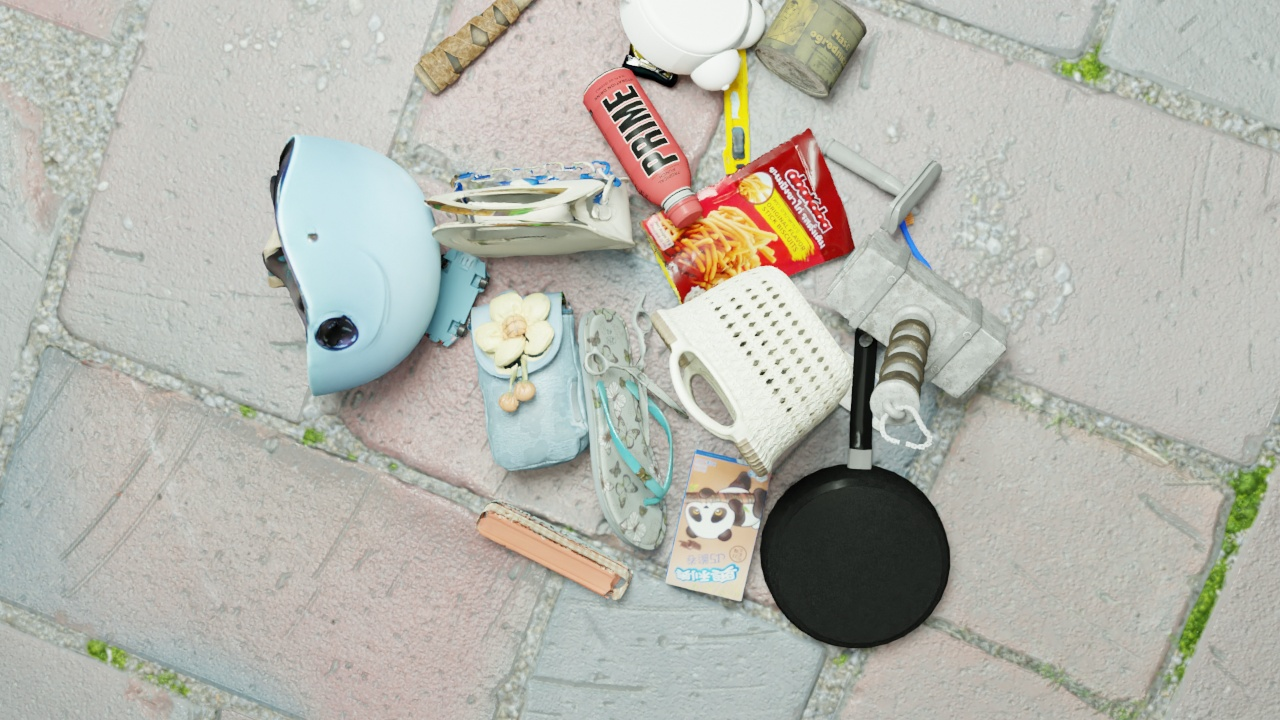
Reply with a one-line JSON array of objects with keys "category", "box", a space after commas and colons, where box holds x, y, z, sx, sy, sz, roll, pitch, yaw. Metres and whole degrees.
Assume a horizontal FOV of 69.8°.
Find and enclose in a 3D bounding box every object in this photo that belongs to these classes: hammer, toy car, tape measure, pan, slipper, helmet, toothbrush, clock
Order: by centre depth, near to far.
[{"category": "hammer", "box": [0.245, -0.008, 0.845, 0.177, 0.325, 0.080, 37, 120, 3]}, {"category": "helmet", "box": [-0.289, -0.091, 0.936, 0.166, 0.225, 0.266, 0, 118, -16]}, {"category": "clock", "box": [0.044, -0.357, 0.940, 0.161, 0.073, 0.125, 35, 69, -14]}, {"category": "slipper", "box": [-0.013, 0.074, 0.979, 0.055, 0.098, 0.269, -12, 92, 41]}, {"category": "tape measure", "box": [0.017, -0.330, 0.981, 0.062, 0.034, 0.061, 18, 93, 2]}, {"category": "hammer", "box": [-0.115, -0.403, 0.983, 0.319, 0.049, 0.121, -38, 88, 8]}, {"category": "toothbrush", "box": [0.318, -0.085, 0.985, 0.018, 0.016, 0.182, -28, 92, 0]}, {"category": "pan", "box": [0.235, 0.141, 0.988, 0.204, 0.044, 0.356, 2, 98, 5]}, {"category": "toy car", "box": [-0.207, -0.071, 1.021, 0.060, 0.027, 0.108, 27, 106, 2]}]

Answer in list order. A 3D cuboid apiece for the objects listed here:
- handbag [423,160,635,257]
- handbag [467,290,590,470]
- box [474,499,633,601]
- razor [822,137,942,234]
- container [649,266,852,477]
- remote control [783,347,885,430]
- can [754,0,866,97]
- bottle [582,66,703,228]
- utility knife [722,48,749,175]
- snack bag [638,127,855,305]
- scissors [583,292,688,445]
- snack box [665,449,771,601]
[{"category": "handbag", "box": [-0.114, -0.153, 0.915, 0.201, 0.199, 0.093, -1, 95, 19]}, {"category": "handbag", "box": [-0.119, 0.021, 0.976, 0.122, 0.118, 0.192, -8, 88, 2]}, {"category": "box", "box": [-0.097, 0.213, 1.024, 0.187, 0.056, 0.059, 25, 64, 1]}, {"category": "razor", "box": [0.243, -0.198, 0.967, 0.116, 0.047, 0.088, 36, 69, 16]}, {"category": "container", "box": [0.106, 0.010, 0.896, 0.143, 0.246, 0.184, -34, 83, 1]}, {"category": "remote control", "box": [0.220, 0.019, 1.003, 0.136, 0.011, 0.050, 35, 96, 1]}, {"category": "can", "box": [0.175, -0.327, 0.941, 0.090, 0.090, 0.074, 32, 96, 1]}, {"category": "bottle", "box": [0.007, -0.219, 0.959, 0.062, 0.062, 0.176, -32, 79, 6]}, {"category": "utility knife", "box": [0.102, -0.267, 0.990, 0.030, 0.017, 0.151, -3, 91, -7]}, {"category": "snack bag", "box": [0.116, -0.141, 0.985, 0.208, 0.066, 0.139, -25, 91, -2]}, {"category": "scissors", "box": [0.000, 0.004, 0.983, 0.141, 0.014, 0.174, 20, 62, -32]}, {"category": "snack box", "box": [0.086, 0.181, 1.014, 0.087, 0.034, 0.151, 13, 95, 3]}]
